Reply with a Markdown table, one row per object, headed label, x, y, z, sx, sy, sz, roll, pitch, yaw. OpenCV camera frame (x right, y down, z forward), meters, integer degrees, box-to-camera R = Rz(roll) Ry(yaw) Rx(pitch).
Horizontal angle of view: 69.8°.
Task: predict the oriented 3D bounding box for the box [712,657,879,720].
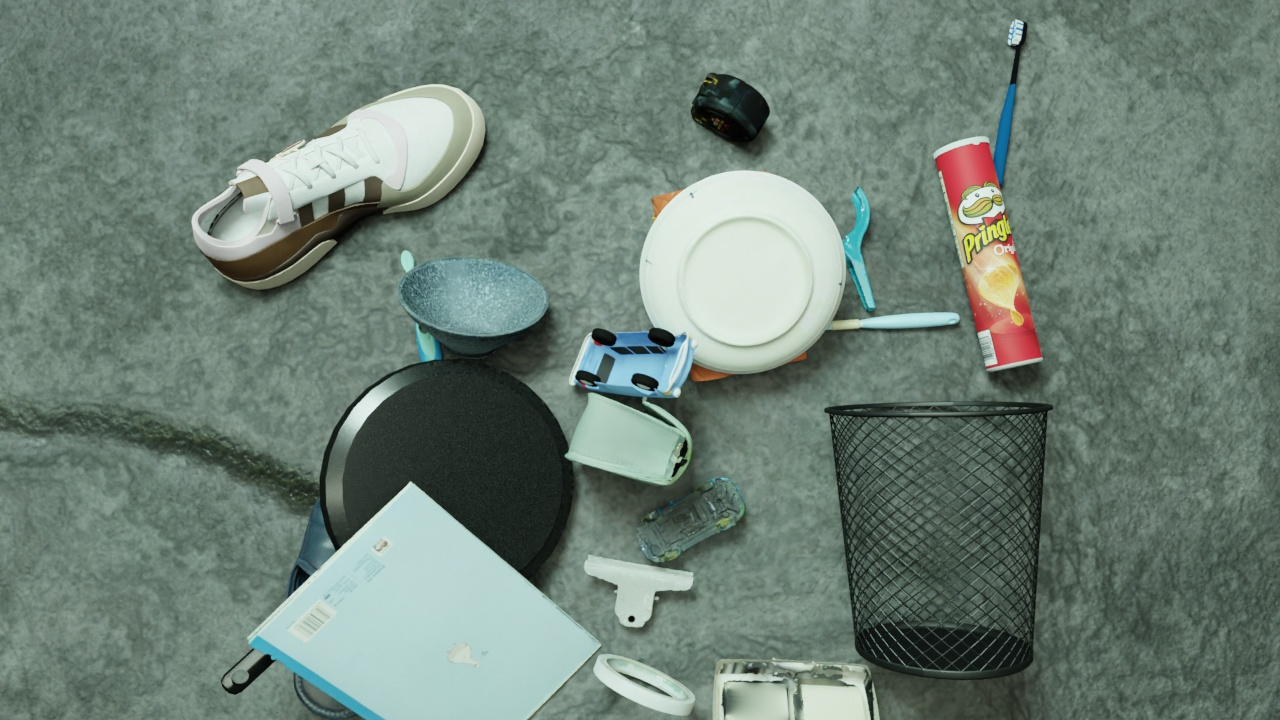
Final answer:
| label | x | y | z | sx | sy | sz | roll | pitch | yaw |
| --- | --- | --- | --- | --- | --- | --- | --- | --- | --- |
| box | 0.133 | 0.351 | 0.787 | 0.143 | 0.044 | 0.183 | 2 | 48 | 3 |

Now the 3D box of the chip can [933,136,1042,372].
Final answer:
| label | x | y | z | sx | sy | sz | roll | pitch | yaw |
| --- | --- | --- | --- | --- | --- | --- | --- | --- | --- |
| chip can | 0.326 | -0.098 | 0.862 | 0.052 | 0.052 | 0.214 | -12 | 84 | 0 |

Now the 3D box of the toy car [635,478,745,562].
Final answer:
| label | x | y | z | sx | sy | sz | roll | pitch | yaw |
| --- | --- | --- | --- | --- | --- | --- | --- | --- | --- |
| toy car | 0.046 | 0.147 | 0.852 | 0.105 | 0.032 | 0.048 | -31 | 85 | 3 |

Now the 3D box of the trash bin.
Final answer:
| label | x | y | z | sx | sy | sz | roll | pitch | yaw |
| --- | --- | --- | --- | --- | --- | --- | --- | --- | --- |
| trash bin | 0.253 | 0.144 | 0.783 | 0.184 | 0.184 | 0.210 | -2 | 90 | 1 |

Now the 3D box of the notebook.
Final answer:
| label | x | y | z | sx | sy | sz | roll | pitch | yaw |
| --- | --- | --- | --- | --- | --- | --- | --- | --- | --- |
| notebook | -0.175 | 0.243 | 0.792 | 0.181 | 0.009 | 0.253 | -44 | 118 | -4 |

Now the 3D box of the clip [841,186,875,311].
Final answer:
| label | x | y | z | sx | sy | sz | roll | pitch | yaw |
| --- | --- | --- | --- | --- | --- | --- | --- | --- | --- |
| clip | 0.173 | -0.106 | 0.879 | 0.120 | 0.030 | 0.130 | 10 | 83 | -2 |

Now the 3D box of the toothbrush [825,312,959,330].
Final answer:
| label | x | y | z | sx | sy | sz | roll | pitch | yaw |
| --- | --- | --- | --- | --- | --- | --- | --- | --- | --- |
| toothbrush | 0.226 | -0.035 | 0.875 | 0.155 | 0.016 | 0.022 | -4 | 116 | 1 |

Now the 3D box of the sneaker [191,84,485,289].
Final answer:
| label | x | y | z | sx | sy | sz | roll | pitch | yaw |
| --- | --- | --- | --- | --- | --- | --- | --- | --- | --- |
| sneaker | -0.285 | -0.178 | 0.849 | 0.294 | 0.116 | 0.111 | -29 | 84 | -2 |

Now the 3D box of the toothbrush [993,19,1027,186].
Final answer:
| label | x | y | z | sx | sy | sz | roll | pitch | yaw |
| --- | --- | --- | --- | --- | --- | --- | --- | --- | --- |
| toothbrush | 0.359 | -0.251 | 0.895 | 0.014 | 0.014 | 0.167 | 11 | 85 | -9 |

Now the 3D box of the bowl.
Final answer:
| label | x | y | z | sx | sy | sz | roll | pitch | yaw |
| --- | --- | --- | --- | --- | --- | --- | --- | --- | --- |
| bowl | -0.156 | -0.039 | 0.853 | 0.137 | 0.136 | 0.057 | 13 | 124 | 2 |

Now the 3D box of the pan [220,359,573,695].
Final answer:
| label | x | y | z | sx | sy | sz | roll | pitch | yaw |
| --- | --- | --- | --- | --- | --- | --- | --- | --- | --- |
| pan | -0.211 | 0.152 | 0.795 | 0.355 | 0.034 | 0.225 | -43 | 101 | -21 |

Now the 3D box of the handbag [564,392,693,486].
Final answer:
| label | x | y | z | sx | sy | sz | roll | pitch | yaw |
| --- | --- | --- | --- | --- | --- | --- | --- | --- | --- |
| handbag | -0.005 | 0.072 | 0.817 | 0.106 | 0.122 | 0.067 | 18 | 83 | 5 |

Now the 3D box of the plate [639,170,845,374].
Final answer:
| label | x | y | z | sx | sy | sz | roll | pitch | yaw |
| --- | --- | --- | --- | --- | --- | --- | --- | --- | --- |
| plate | 0.090 | -0.072 | 0.800 | 0.182 | 0.034 | 0.182 | 0 | 105 | 1 |

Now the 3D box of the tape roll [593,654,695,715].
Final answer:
| label | x | y | z | sx | sy | sz | roll | pitch | yaw |
| --- | --- | --- | --- | --- | --- | --- | --- | --- | --- |
| tape roll | 0.003 | 0.285 | 0.808 | 0.093 | 0.093 | 0.013 | 23 | 85 | 3 |

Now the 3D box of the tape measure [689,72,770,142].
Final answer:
| label | x | y | z | sx | sy | sz | roll | pitch | yaw |
| --- | --- | --- | --- | --- | --- | --- | --- | --- | --- |
| tape measure | 0.085 | -0.241 | 0.873 | 0.072 | 0.071 | 0.042 | 34 | 82 | -2 |

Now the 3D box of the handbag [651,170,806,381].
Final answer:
| label | x | y | z | sx | sy | sz | roll | pitch | yaw |
| --- | --- | --- | --- | --- | --- | --- | --- | --- | --- |
| handbag | 0.079 | -0.077 | 0.846 | 0.109 | 0.060 | 0.172 | -13 | 105 | 1 |

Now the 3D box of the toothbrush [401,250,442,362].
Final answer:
| label | x | y | z | sx | sy | sz | roll | pitch | yaw |
| --- | --- | --- | --- | --- | --- | --- | --- | --- | --- |
| toothbrush | -0.211 | -0.040 | 0.886 | 0.022 | 0.017 | 0.135 | -14 | 87 | -1 |

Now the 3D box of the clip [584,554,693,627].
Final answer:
| label | x | y | z | sx | sy | sz | roll | pitch | yaw |
| --- | --- | --- | --- | --- | --- | --- | --- | --- | --- |
| clip | -0.004 | 0.214 | 0.842 | 0.102 | 0.052 | 0.059 | 8 | 72 | 3 |

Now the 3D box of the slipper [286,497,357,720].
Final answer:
| label | x | y | z | sx | sy | sz | roll | pitch | yaw |
| --- | --- | --- | --- | --- | --- | --- | --- | --- | --- |
| slipper | -0.261 | 0.193 | 0.829 | 0.109 | 0.083 | 0.265 | 9 | 83 | 4 |

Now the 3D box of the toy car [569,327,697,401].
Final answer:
| label | x | y | z | sx | sy | sz | roll | pitch | yaw |
| --- | --- | --- | --- | --- | --- | --- | --- | --- | --- |
| toy car | -0.005 | 0.005 | 0.822 | 0.054 | 0.154 | 0.056 | 31 | 73 | -35 |
